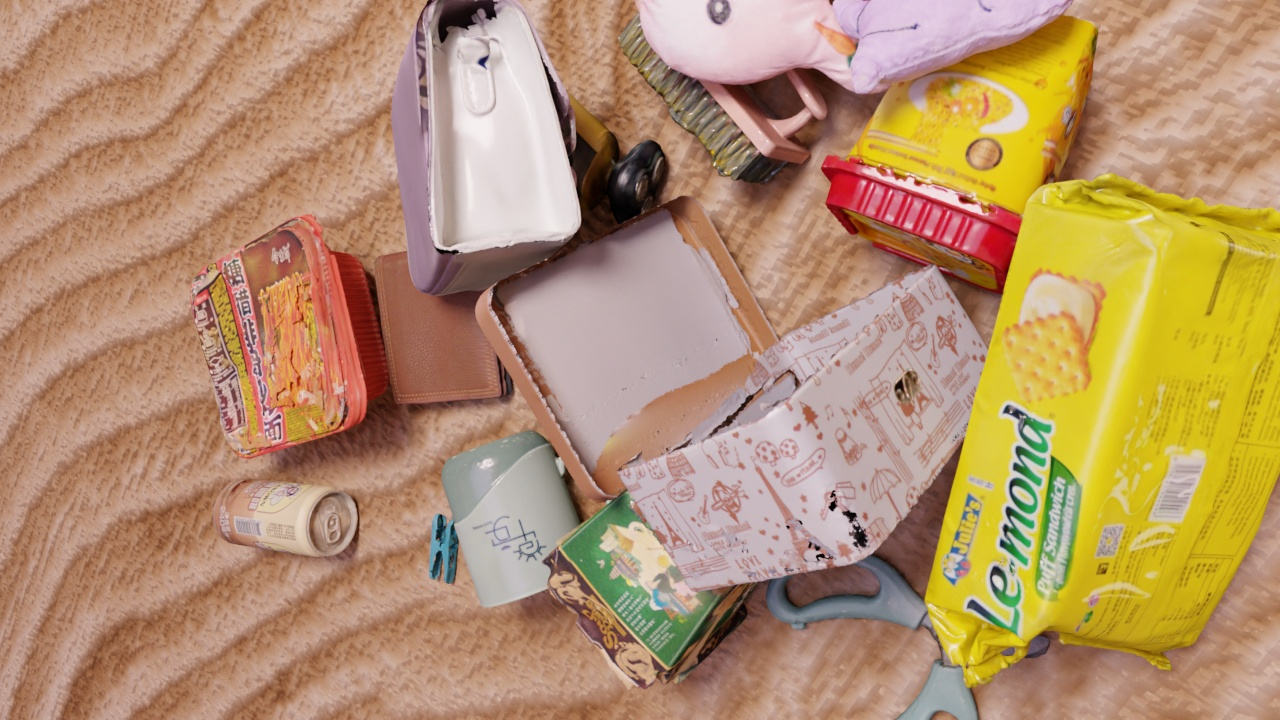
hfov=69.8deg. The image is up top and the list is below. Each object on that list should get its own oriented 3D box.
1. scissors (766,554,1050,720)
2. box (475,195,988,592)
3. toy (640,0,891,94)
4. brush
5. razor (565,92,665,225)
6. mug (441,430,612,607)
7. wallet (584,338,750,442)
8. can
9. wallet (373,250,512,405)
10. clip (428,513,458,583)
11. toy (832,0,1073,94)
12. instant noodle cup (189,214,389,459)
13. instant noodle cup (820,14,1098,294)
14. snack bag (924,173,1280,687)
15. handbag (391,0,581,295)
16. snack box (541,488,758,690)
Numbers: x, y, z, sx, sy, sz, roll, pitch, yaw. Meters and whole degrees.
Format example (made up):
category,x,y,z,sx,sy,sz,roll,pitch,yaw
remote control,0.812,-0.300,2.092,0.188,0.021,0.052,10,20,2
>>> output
category,x,y,z,sx,sy,sz,roll,pitch,yaw
scissors,0.160,0.195,0.567,0.170,0.019,0.181,1,95,27
box,0.058,-0.009,0.482,0.158,0.180,0.197,-30,91,51
toy,0.077,-0.206,0.504,0.159,0.054,0.121,16,92,9
brush,0.047,-0.178,0.561,0.073,0.063,0.145,-45,73,28
razor,-0.046,-0.158,0.623,0.067,0.062,0.167,-39,69,-6
mug,-0.077,0.105,0.653,0.111,0.082,0.106,-19,85,-2
wallet,-0.004,0.004,0.622,0.130,0.036,0.106,-26,84,27
can,-0.303,0.133,0.781,0.116,0.058,0.058,0,96,28
wallet,-0.149,-0.028,0.699,0.101,0.032,0.124,-6,94,25
clip,-0.157,0.150,0.731,0.045,0.014,0.057,9,98,25
toy,0.146,-0.164,0.429,0.108,0.039,0.083,-18,46,16
instant noodle cup,-0.271,-0.017,0.728,0.189,0.079,0.164,-15,88,37
instant noodle cup,0.173,-0.113,0.480,0.116,0.116,0.124,27,96,24
snack bag,0.234,0.038,0.432,0.068,0.158,0.247,-145,64,-63
handbag,-0.103,-0.123,0.572,0.197,0.098,0.145,173,84,-72
snack box,0.023,0.117,0.561,0.118,0.117,0.106,47,133,14
